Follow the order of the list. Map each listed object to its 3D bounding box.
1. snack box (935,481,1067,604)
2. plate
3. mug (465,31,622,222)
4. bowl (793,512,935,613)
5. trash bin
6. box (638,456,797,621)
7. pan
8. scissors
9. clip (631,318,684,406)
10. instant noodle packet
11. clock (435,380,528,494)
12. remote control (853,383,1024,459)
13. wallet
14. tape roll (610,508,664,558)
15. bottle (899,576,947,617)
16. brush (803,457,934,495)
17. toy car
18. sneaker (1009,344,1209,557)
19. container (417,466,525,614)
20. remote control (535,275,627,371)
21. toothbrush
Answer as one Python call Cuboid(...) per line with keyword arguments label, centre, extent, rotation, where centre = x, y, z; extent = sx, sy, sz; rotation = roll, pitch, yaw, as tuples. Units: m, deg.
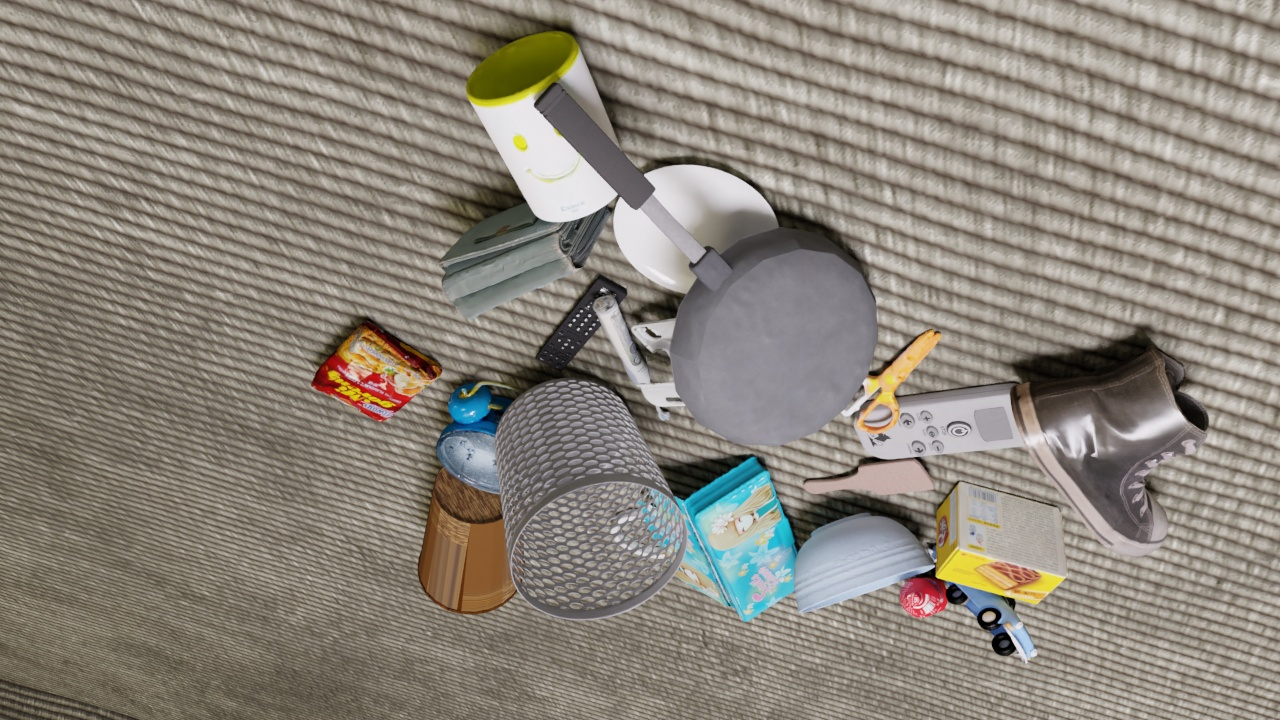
Cuboid(label="snack box", centre=(0.353, 0.180, 0.905), extent=(0.106, 0.083, 0.061), rotation=(15, 139, 3))
Cuboid(label="plate", centre=(0.045, -0.104, 0.736), extent=(0.134, 0.011, 0.135), rotation=(10, 140, 8))
Cuboid(label="mug", centre=(-0.063, -0.164, 0.650), extent=(0.083, 0.082, 0.106), rotation=(-4, 137, 23))
Cuboid(label="bowl", centre=(0.224, 0.207, 0.968), extent=(0.150, 0.074, 0.151), rotation=(-16, 159, -6))
Cuboid(label="trash bin", centre=(-0.056, 0.121, 0.866), extent=(0.156, 0.183, 0.157), rotation=(-8, 123, -12))
Cuboid(label="box", centre=(0.086, 0.207, 1.024), extent=(0.172, 0.084, 0.227), rotation=(-8, 135, 16))
Cuboid(label="pan", centre=(0.055, -0.063, 0.667), extent=(0.178, 0.041, 0.357), rotation=(-48, 120, 0))
Cuboid(label="scissors", centre=(0.219, 0.013, 0.808), extent=(0.065, 0.013, 0.129), rotation=(37, 130, 8))
Cuboid(label="clip", centre=(0.068, 0.023, 0.807), extent=(0.127, 0.104, 0.152), rotation=(-2, 138, 49))
Cuboid(label="instant noodle packet", centre=(-0.277, 0.015, 0.963), extent=(0.098, 0.039, 0.136), rotation=(30, 138, -27))
Cuboid(label="clock", centre=(-0.152, 0.080, 0.981), extent=(0.117, 0.060, 0.162), rotation=(19, 139, -2))
Cuboid(label="remote control", centre=(0.275, 0.060, 0.842), extent=(0.151, 0.019, 0.074), rotation=(-10, 134, 28))
Cuboid(label="wallet", centre=(-0.090, -0.092, 0.728), extent=(0.132, 0.100, 0.054), rotation=(-15, 128, 30))
Cuboid(label="tape roll", centre=(0.010, 0.210, 1.110), extent=(0.093, 0.013, 0.093), rotation=(10, 140, 8))
Cuboid(label="bottle", centre=(0.308, 0.259, 1.003), extent=(0.042, 0.042, 0.141), rotation=(-5, 167, 24))
Cuboid(label="brush", centre=(0.228, 0.119, 0.935), extent=(0.136, 0.015, 0.050), rotation=(-14, 131, 39))
Cuboid(label="toy car", centre=(0.355, 0.244, 0.947), extent=(0.055, 0.153, 0.056), rotation=(-35, 117, 0))
Cuboid(label="sneaker", centre=(0.419, 0.081, 0.769), extent=(0.120, 0.095, 0.235), rotation=(-26, 121, 34))
Cuboid(label="container", centre=(-0.196, 0.200, 1.088), extent=(0.132, 0.131, 0.168), rotation=(15, 134, 1))
Cuboid(label="remote control", centre=(-0.057, -0.032, 0.856), extent=(0.030, 0.009, 0.140), rotation=(28, 139, -14))
Cuboid(label="toothbrush", centre=(-0.005, 0.005, 0.868), extent=(0.024, 0.022, 0.186), rotation=(7, 146, 27))
